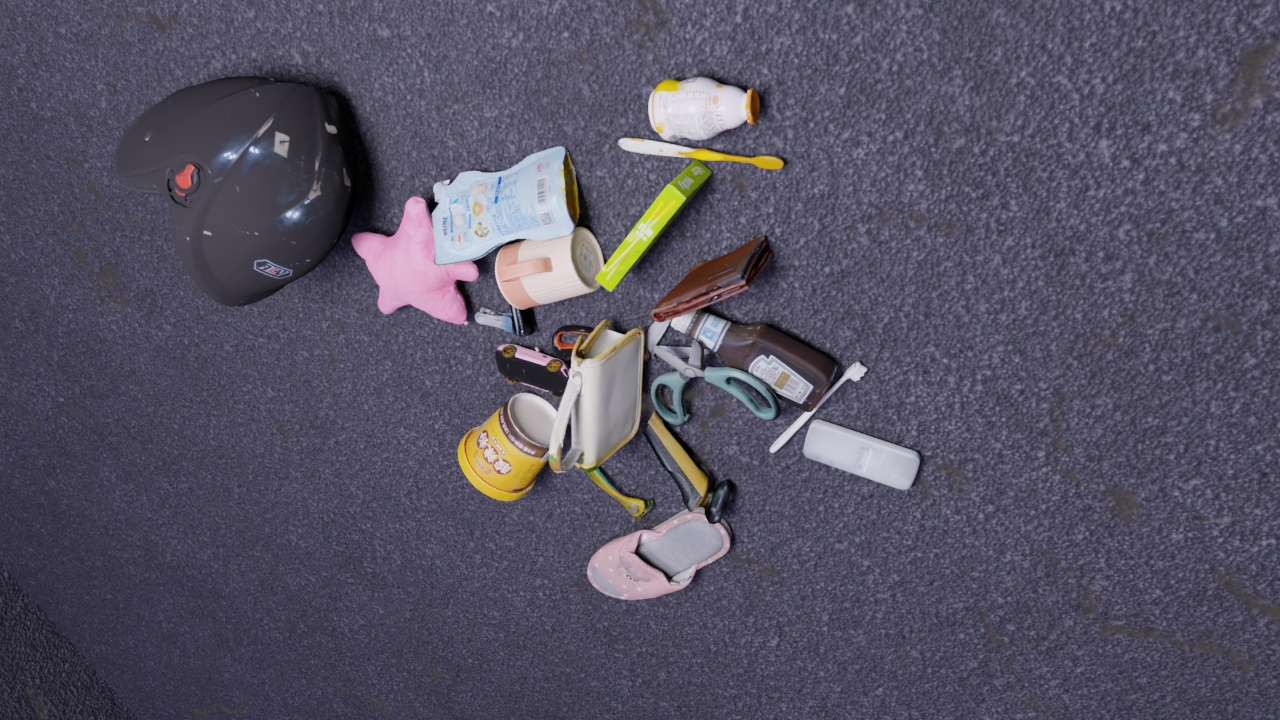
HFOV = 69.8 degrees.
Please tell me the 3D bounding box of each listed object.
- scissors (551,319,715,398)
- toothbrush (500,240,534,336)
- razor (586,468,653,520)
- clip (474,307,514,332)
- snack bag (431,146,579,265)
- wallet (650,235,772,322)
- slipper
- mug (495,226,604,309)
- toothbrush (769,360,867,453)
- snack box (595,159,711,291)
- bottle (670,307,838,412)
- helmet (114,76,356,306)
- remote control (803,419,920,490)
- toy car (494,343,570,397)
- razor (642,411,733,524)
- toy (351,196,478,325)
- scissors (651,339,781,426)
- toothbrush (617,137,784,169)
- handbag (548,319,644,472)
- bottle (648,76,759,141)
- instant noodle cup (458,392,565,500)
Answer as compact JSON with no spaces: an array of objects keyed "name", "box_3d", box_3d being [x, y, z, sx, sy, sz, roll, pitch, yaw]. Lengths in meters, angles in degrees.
[{"name":"scissors","box_3d":[-0.019,-0.003,1.169,0.228,0.021,0.221,22,128,12]},{"name":"toothbrush","box_3d":[-0.165,-0.130,1.155,0.027,0.026,0.213,-2,117,13]},{"name":"razor","box_3d":[-0.043,0.173,1.294,0.132,0.028,0.043,42,132,-2]},{"name":"clip","box_3d":[-0.192,-0.055,1.221,0.058,0.036,0.026,17,129,16]},{"name":"snack bag","box_3d":[-0.165,-0.181,1.082,0.191,0.038,0.110,-11,87,22]},{"name":"wallet","box_3d":[0.080,-0.087,1.016,0.125,0.101,0.032,-22,107,35]},{"name":"slipper","box_3d":[0.019,0.289,1.320,0.275,0.054,0.114,-33,103,37]},{"name":"mug","box_3d":[-0.114,-0.110,1.090,0.106,0.114,0.081,-11,91,28]},{"name":"toothbrush","box_3d":[0.211,0.061,1.105,0.016,0.016,0.181,34,129,-6]},{"name":"snack box","box_3d":[0.013,-0.149,1.018,0.026,0.085,0.157,41,129,-2]},{"name":"bottle","box_3d":[0.129,-0.011,1.072,0.195,0.043,0.080,28,139,5]},{"name":"helmet","box_3d":[-0.458,-0.208,1.102,0.230,0.233,0.274,-13,74,15]},{"name":"remote control","box_3d":[0.266,0.113,1.108,0.136,0.020,0.056,18,126,15]},{"name":"toy car","box_3d":[-0.140,0.011,1.223,0.122,0.037,0.056,17,136,23]},{"name":"razor","box_3d":[0.061,0.139,1.211,0.068,0.062,0.167,-36,96,7]},{"name":"toy","box_3d":[-0.291,-0.111,1.199,0.195,0.074,0.178,-22,112,38]},{"name":"scissors","box_3d":[0.081,0.044,1.123,0.171,0.019,0.170,29,144,3]},{"name":"toothbrush","box_3d":[0.063,-0.225,0.991,0.191,0.018,0.016,12,123,21]},{"name":"handbag","box_3d":[-0.064,0.052,1.102,0.063,0.178,0.164,16,123,23]},{"name":"bottle","box_3d":[0.065,-0.257,0.936,0.108,0.063,0.063,4,122,24]},{"name":"instant noodle cup","box_3d":[-0.172,0.114,1.265,0.118,0.118,0.115,42,121,-4]}]
